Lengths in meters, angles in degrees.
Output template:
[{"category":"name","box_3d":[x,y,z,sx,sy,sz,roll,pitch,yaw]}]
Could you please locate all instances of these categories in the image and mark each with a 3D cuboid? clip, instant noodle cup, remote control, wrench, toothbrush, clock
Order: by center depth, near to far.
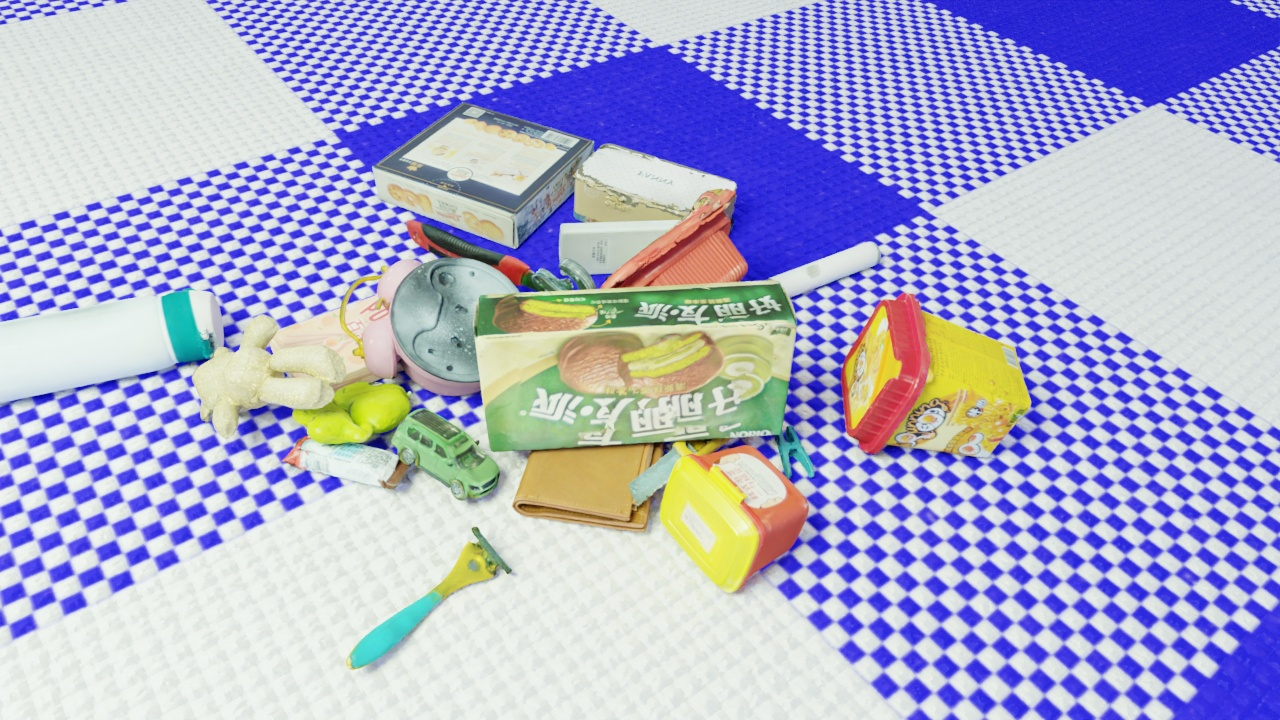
[{"category":"clip","box_3d":[0.128,0.077,0.772,0.041,0.014,0.056,-3,46,-10]},{"category":"instant noodle cup","box_3d":[0.249,0.021,0.780,0.123,0.116,0.115,14,43,-7]},{"category":"clock","box_3d":[-0.177,-0.030,0.790,0.158,0.060,0.117,16,62,-15]},{"category":"instant noodle cup","box_3d":[0.017,-0.054,0.810,0.079,0.165,0.188,46,53,6]},{"category":"wrench","box_3d":[-0.139,-0.094,0.869,0.274,0.056,0.016,20,52,39]},{"category":"toothbrush","box_3d":[0.154,-0.079,0.929,0.220,0.026,0.026,-21,55,-25]},{"category":"remote control","box_3d":[-0.015,-0.115,0.930,0.135,0.056,0.019,-4,43,-8]}]

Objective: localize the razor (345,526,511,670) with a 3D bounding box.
[{"category":"razor","box_3d":[-0.150,0.169,0.637,0.132,0.028,0.043,-37,89,-38]}]

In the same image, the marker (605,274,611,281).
[{"category":"marker","box_3d":[0.024,-0.088,0.933,0.123,0.018,0.015,-9,46,-14]}]

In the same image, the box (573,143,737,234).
[{"category":"box","box_3d":[0.021,-0.172,0.994,0.184,0.061,0.089,23,47,16]}]

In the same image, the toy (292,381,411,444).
[{"category":"toy","box_3d":[-0.230,0.042,0.748,0.100,0.031,0.097,-10,26,-38]}]

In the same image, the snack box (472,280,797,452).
[{"category":"snack box","box_3d":[-0.004,0.004,0.714,0.240,0.115,0.063,-3,39,-5]}]

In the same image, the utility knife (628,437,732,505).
[{"category":"utility knife","box_3d":[0.059,0.062,0.754,0.033,0.015,0.216,36,41,22]}]

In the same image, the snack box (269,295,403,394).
[{"category":"snack box","box_3d":[-0.243,-0.019,0.830,0.157,0.026,0.084,-25,51,-27]}]

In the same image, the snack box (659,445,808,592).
[{"category":"snack box","box_3d":[0.072,0.111,0.685,0.080,0.082,0.091,-17,48,-35]}]

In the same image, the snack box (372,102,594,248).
[{"category":"snack box","box_3d":[-0.171,-0.214,1.028,0.178,0.046,0.182,21,46,16]}]

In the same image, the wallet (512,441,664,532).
[{"category":"wallet","box_3d":[-0.036,0.076,0.745,0.108,0.031,0.131,8,45,6]}]

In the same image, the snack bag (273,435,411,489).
[{"category":"snack bag","box_3d":[-0.233,0.079,0.725,0.104,0.026,0.048,11,28,5]}]

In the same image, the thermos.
[{"category":"thermos","box_3d":[-0.472,-0.013,0.772,0.224,0.073,0.073,-14,47,-20]}]

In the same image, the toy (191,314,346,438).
[{"category":"toy","box_3d":[-0.297,0.016,0.730,0.158,0.066,0.105,-4,69,34]}]

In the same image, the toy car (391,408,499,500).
[{"category":"toy car","box_3d":[-0.151,0.073,0.721,0.091,0.036,0.043,34,29,10]}]
